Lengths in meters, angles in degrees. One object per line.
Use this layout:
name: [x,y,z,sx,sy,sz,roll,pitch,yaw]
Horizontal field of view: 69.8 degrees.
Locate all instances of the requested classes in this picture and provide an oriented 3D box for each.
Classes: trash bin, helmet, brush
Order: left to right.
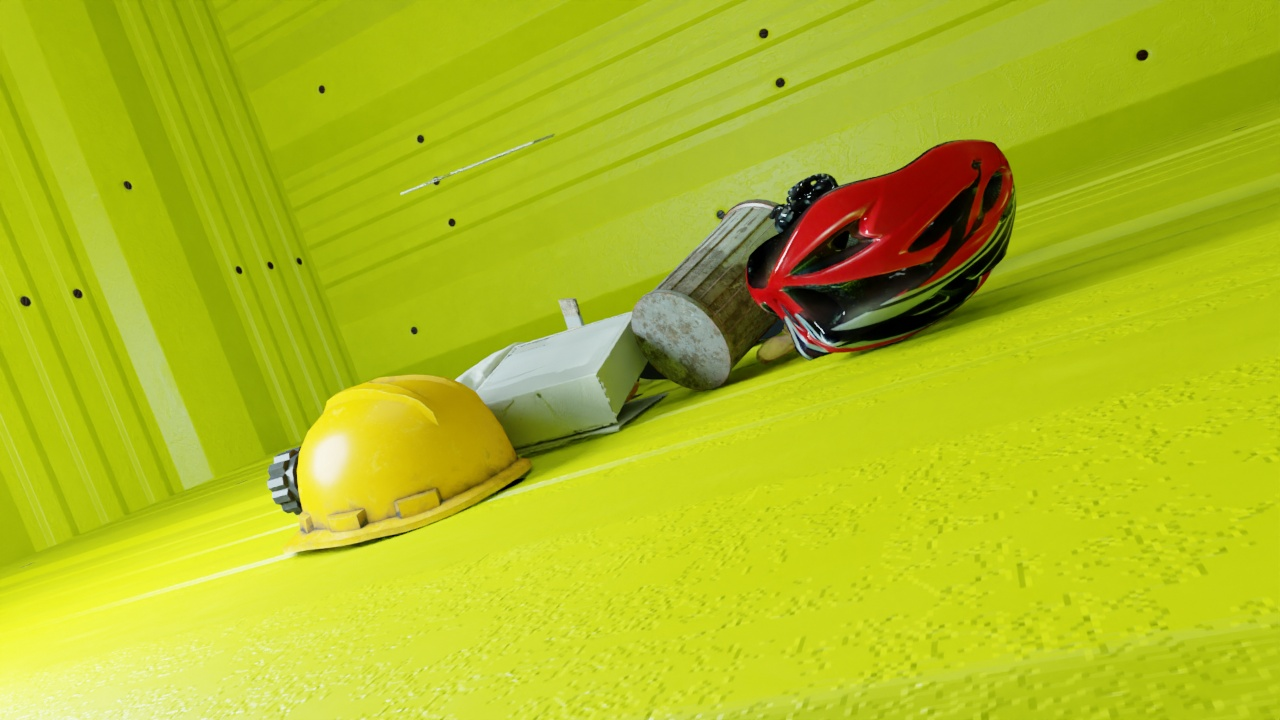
helmet: [-0.239,0.083,0.871,0.256,0.131,0.204,-17,5,23]
brush: [-0.082,-0.019,1.290,0.008,0.143,0.045,-24,15,-28]
trash bin: [0.100,-0.078,1.003,0.131,0.131,0.210,-14,24,49]
helmet: [0.229,-0.107,0.846,0.271,0.167,0.218,-27,-5,-18]

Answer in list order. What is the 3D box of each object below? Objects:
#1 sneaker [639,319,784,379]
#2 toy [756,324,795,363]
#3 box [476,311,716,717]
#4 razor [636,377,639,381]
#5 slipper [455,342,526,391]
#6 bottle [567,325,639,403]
sneaker: [0.071,-0.042,1.232,0.232,0.091,0.118,-20,9,-13]
toy: [0.172,-0.030,0.977,0.110,0.047,0.063,-32,3,5]
box: [-0.039,0.167,1.006,0.169,0.404,0.171,-14,7,22]
razor: [-0.038,0.017,1.294,0.047,0.052,0.143,-19,9,-21]
slipper: [-0.165,0.044,1.110,0.075,0.112,0.246,-44,8,22]
bottle: [-0.052,0.008,1.097,0.063,0.108,0.063,-44,-20,-21]
